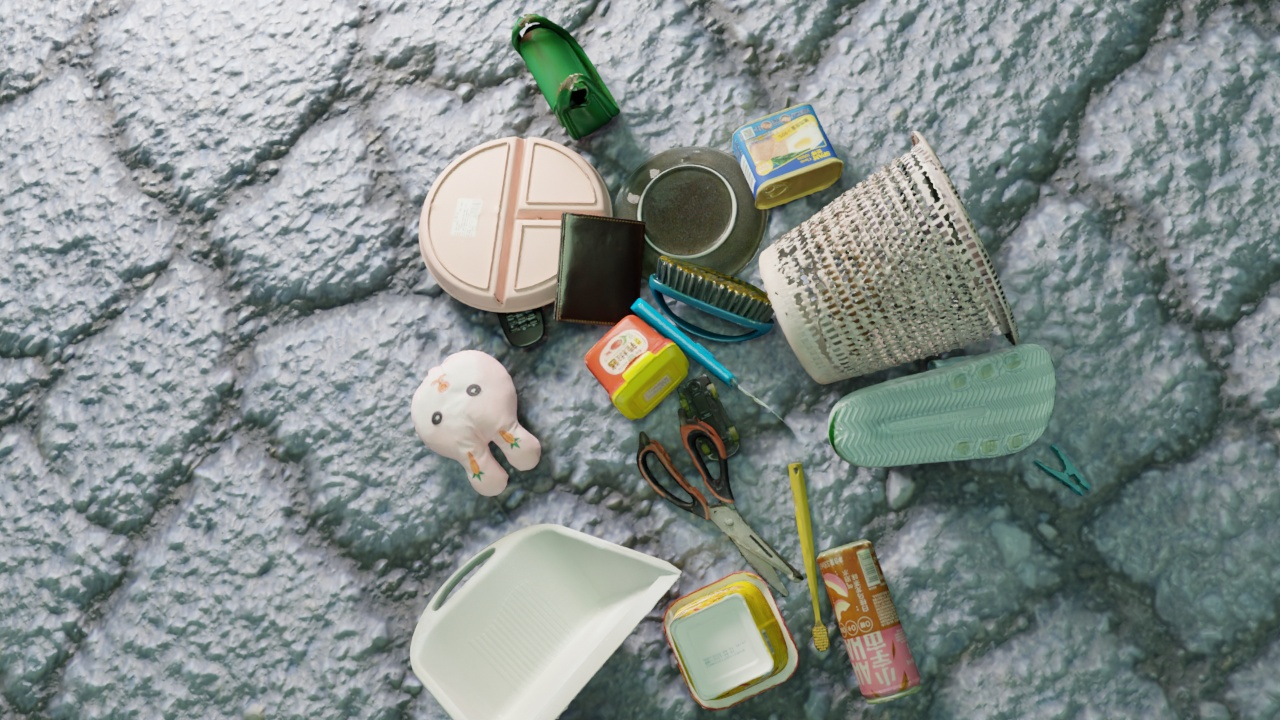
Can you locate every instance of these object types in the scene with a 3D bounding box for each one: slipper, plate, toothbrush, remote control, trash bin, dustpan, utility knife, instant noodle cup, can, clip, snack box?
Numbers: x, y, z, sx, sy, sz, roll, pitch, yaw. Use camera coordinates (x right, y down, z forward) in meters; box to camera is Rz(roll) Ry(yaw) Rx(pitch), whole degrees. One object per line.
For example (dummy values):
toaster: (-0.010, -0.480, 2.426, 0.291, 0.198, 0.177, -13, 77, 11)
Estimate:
slipper: (0.299, 0.049, 0.914, 0.245, 0.074, 0.104, -11, 97, -8)
plate: (0.054, -0.166, 1.042, 0.179, 0.024, 0.179, -3, 76, 10)
toothbrush: (0.172, 0.198, 0.936, 0.016, 0.016, 0.190, -8, 75, 8)
remote control: (-0.144, -0.075, 1.056, 0.053, 0.024, 0.136, -21, 71, 4)
plate: (-0.147, -0.165, 1.060, 0.229, 0.028, 0.229, -2, 69, 5)
trash bin: (0.232, -0.080, 0.904, 0.192, 0.227, 0.227, -26, 73, 16)
dustpan: (-0.118, 0.243, 0.874, 0.142, 0.258, 0.222, 45, 66, 1)
utility knife: (0.075, 0.003, 0.987, 0.216, 0.034, 0.018, 39, 90, 9)
instant noodle cup: (0.082, 0.271, 0.880, 0.116, 0.123, 0.116, -26, 74, 3)
can: (0.221, 0.252, 0.892, 0.058, 0.058, 0.147, -18, 74, 6)
clip: (0.422, 0.111, 0.913, 0.038, 0.013, 0.055, -45, 74, -2)
snack box: (-0.006, 0.006, 0.987, 0.091, 0.082, 0.080, -44, 60, -3)
can: (0.161, -0.227, 1.017, 0.102, 0.057, 0.083, -20, 71, -2)

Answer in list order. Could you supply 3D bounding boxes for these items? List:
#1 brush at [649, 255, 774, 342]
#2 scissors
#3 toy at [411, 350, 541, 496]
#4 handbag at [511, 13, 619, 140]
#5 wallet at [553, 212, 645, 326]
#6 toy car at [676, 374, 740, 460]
brush: (0.075, -0.060, 0.996, 0.144, 0.055, 0.074, 23, 109, 7)
scissors: (0.087, 0.145, 0.949, 0.203, 0.015, 0.204, 6, 101, 25)
toy: (-0.181, 0.067, 1.017, 0.121, 0.054, 0.159, -39, 81, 0)
handbag: (-0.087, -0.328, 1.058, 0.068, 0.120, 0.131, -31, 75, 7)
wallet: (-0.045, -0.099, 1.017, 0.096, 0.020, 0.122, 4, 89, -13)
toy car: (0.074, 0.062, 0.978, 0.042, 0.035, 0.090, -26, 84, 7)
